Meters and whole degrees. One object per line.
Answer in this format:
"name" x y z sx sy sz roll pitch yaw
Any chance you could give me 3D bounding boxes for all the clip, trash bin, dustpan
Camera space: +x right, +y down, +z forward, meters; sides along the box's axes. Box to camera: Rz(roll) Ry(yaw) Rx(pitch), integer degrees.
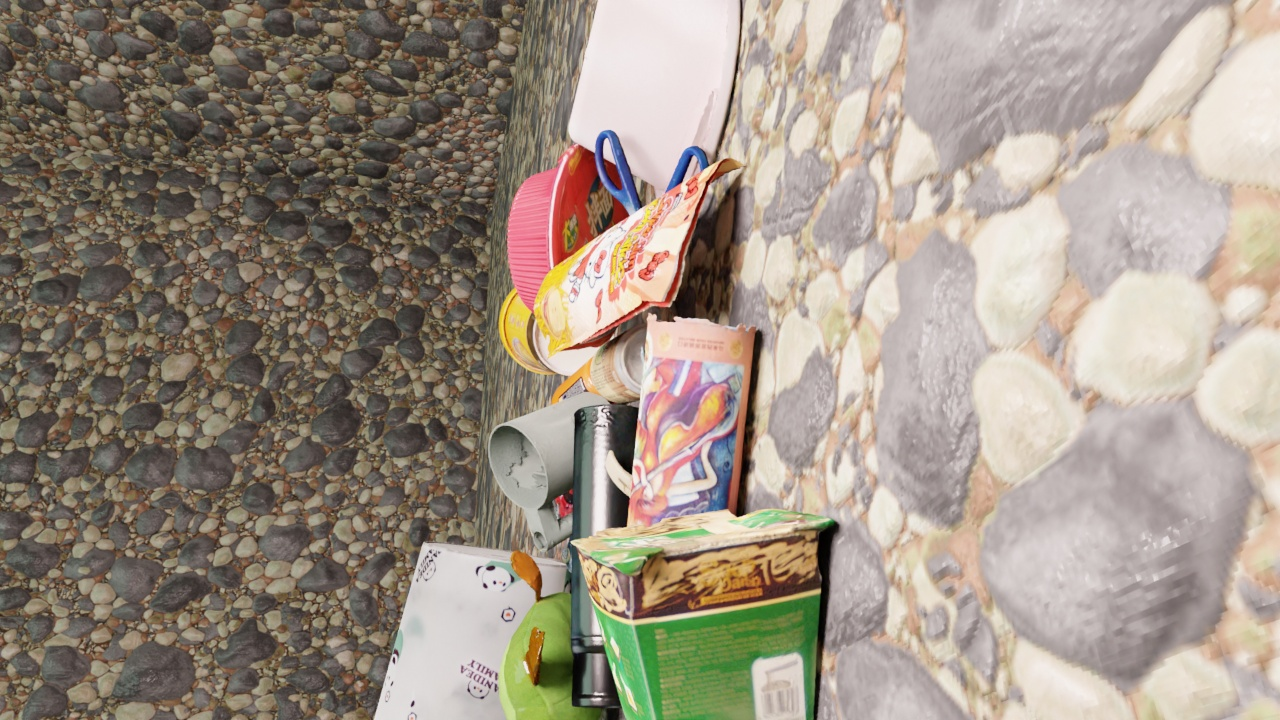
"clip" 0.004 0.109 0.719 0.099 0.070 0.035 -105 24 -47
"trash bin" -0.192 0.355 1.092 0.230 0.229 0.251 150 130 -74
"dustpan" 0.041 -0.260 0.788 0.272 0.139 0.223 -59 -7 -39

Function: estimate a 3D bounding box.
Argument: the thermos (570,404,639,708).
"thermos" -0.028 0.165 0.779 0.090 0.068 0.242 123 150 -70

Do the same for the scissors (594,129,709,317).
"scissors" 0.006 -0.114 0.737 0.162 0.012 0.176 57 141 14

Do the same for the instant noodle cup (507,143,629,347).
"instant noodle cup" -0.068 -0.107 0.864 0.193 0.066 0.194 1 -90 -69

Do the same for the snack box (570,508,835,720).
"snack box" 0.033 0.137 0.471 0.118 0.118 0.105 157 106 -75

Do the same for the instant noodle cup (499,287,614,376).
"instant noodle cup" -0.090 -0.036 1.035 0.114 0.118 0.118 -159 75 -68

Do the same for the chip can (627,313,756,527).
"chip can" 0.028 0.081 0.572 0.071 0.071 0.214 -173 90 -77

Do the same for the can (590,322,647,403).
"can" -0.005 0.004 0.762 0.116 0.058 0.058 158 117 -75

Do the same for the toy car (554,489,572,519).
"toy car" -0.068 0.140 0.996 0.120 0.053 0.045 -132 50 -69

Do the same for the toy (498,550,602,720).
"toy" -0.077 0.282 0.833 0.246 0.090 0.227 -43 -60 -86

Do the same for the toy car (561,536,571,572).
"toy car" -0.051 0.182 0.926 0.034 0.042 0.091 -122 37 -45

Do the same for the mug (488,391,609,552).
"mug" -0.071 0.101 0.859 0.084 0.103 0.124 -8 102 47

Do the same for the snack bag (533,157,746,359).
"snack bag" -0.008 -0.066 0.679 0.208 0.073 0.128 -27 31 60

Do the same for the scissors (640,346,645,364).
"scissors" 0.018 0.049 0.665 0.133 0.017 0.133 -70 -32 -68

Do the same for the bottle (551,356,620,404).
"bottle" -0.042 0.027 0.917 0.150 0.066 0.066 129 145 -54
